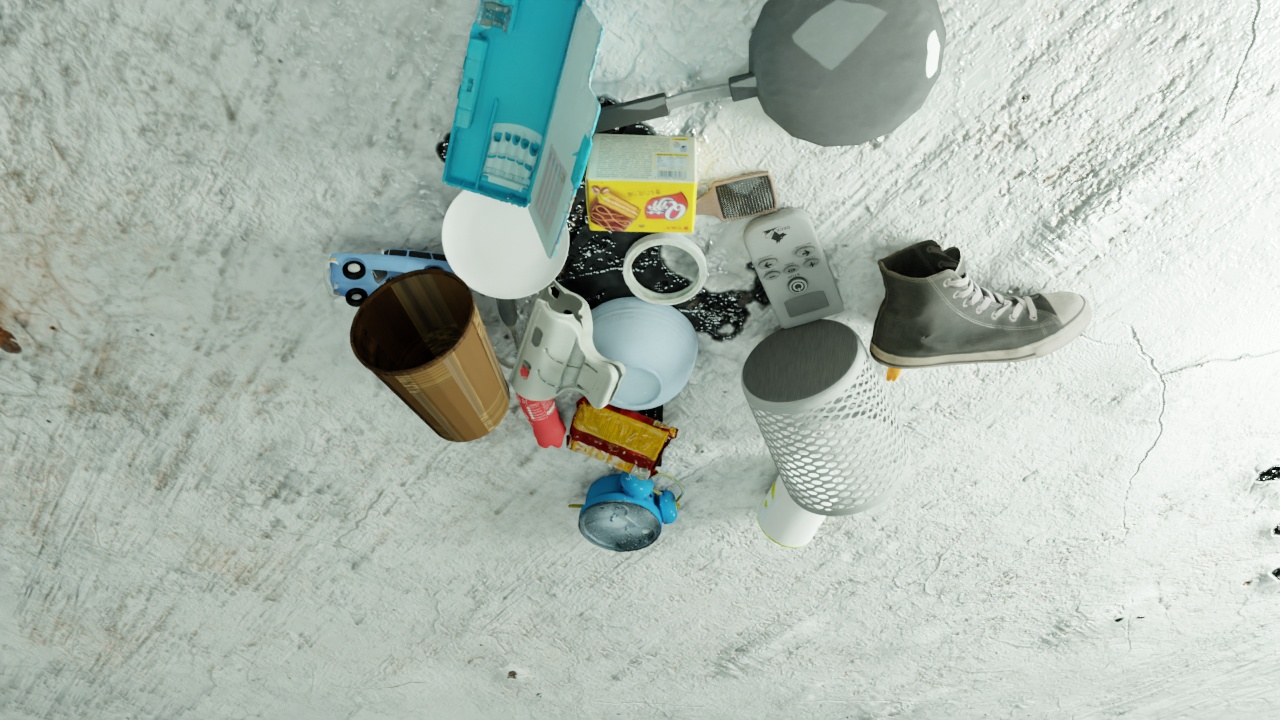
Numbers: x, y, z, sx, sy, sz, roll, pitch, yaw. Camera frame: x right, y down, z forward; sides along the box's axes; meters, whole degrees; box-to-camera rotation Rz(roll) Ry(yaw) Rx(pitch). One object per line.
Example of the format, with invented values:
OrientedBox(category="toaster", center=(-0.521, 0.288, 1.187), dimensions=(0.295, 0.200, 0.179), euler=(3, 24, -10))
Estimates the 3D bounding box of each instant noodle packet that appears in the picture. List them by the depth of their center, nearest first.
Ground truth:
OrientedBox(category="instant noodle packet", center=(-0.027, 0.099, 1.185), dimensions=(0.135, 0.039, 0.099), euler=(21, 135, -1))

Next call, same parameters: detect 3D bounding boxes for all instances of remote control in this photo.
OrientedBox(category="remote control", center=(0.168, -0.099, 1.006), dimensions=(0.074, 0.019, 0.151), euler=(-16, 130, 19))
OrientedBox(category="remote control", center=(0.014, 0.092, 1.204), dimensions=(0.030, 0.009, 0.140), euler=(2, 133, 2))

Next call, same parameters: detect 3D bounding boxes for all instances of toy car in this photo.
OrientedBox(category="toy car", center=(-0.269, -0.092, 1.013), dimensions=(0.153, 0.054, 0.056), euler=(4, 140, -9))

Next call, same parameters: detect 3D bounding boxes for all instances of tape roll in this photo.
OrientedBox(category="tape roll", center=(0.027, -0.101, 1.019), dimensions=(0.093, 0.013, 0.093), euler=(3, 134, 2))

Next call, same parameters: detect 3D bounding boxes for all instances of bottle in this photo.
OrientedBox(category="bottle", center=(-0.129, 0.055, 1.158), dimensions=(0.042, 0.041, 0.142), euler=(-8, 132, 11))

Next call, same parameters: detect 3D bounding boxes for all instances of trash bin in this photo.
OrientedBox(category="trash bin", center=(0.213, 0.063, 1.067), dimensions=(0.157, 0.156, 0.183), euler=(-17, 127, 19))

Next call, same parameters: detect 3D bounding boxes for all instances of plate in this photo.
OrientedBox(category="plate", center=(-0.144, -0.131, 0.983), dimensions=(0.134, 0.011, 0.135), euler=(-1, 114, -3))

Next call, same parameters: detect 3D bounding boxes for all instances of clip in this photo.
OrientedBox(category="clip", center=(-0.093, -0.003, 1.028), dimensions=(0.104, 0.152, 0.127), euler=(-14, 140, -41))

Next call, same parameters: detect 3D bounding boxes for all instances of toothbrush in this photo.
OrientedBox(category="toothbrush", center=(-0.156, -0.064, 1.063), dimensions=(0.024, 0.022, 0.186), euler=(12, 138, 21))

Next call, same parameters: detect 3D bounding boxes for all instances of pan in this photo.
OrientedBox(category="pan", center=(0.101, -0.254, 0.850), dimensions=(0.358, 0.041, 0.179), euler=(-10, 132, 13))

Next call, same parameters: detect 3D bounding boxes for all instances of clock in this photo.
OrientedBox(category="clock", center=(-0.013, 0.205, 1.280), dimensions=(0.162, 0.060, 0.117), euler=(-28, 124, 25))

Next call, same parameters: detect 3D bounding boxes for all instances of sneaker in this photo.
OrientedBox(category="sneaker", center=(0.365, -0.068, 0.979), dimensions=(0.235, 0.095, 0.120), euler=(-3, 125, 7))

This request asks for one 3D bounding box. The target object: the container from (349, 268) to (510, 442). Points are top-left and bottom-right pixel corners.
OrientedBox(category="container", center=(-0.215, 0.004, 0.995), dimensions=(0.132, 0.132, 0.167), euler=(-6, 145, 10))

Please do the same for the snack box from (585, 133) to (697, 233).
OrientedBox(category="snack box", center=(0.002, -0.175, 0.904), dimensions=(0.106, 0.083, 0.061), euler=(2, 135, 1))

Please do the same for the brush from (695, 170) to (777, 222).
OrientedBox(category="brush", center=(0.074, -0.161, 0.958), dimensions=(0.136, 0.015, 0.050), euler=(-10, 131, 13))

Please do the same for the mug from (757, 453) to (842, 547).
OrientedBox(category="mug", center=(0.213, 0.188, 1.231), dimensions=(0.082, 0.082, 0.106), euler=(14, 131, -9))

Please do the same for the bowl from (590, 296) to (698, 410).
OrientedBox(category="bowl", center=(-0.006, 0.006, 1.081), dimensions=(0.150, 0.074, 0.151), euler=(2, 134, 2))

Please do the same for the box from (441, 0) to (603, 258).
OrientedBox(category="box", center=(-0.096, -0.233, 0.857), dimensions=(0.171, 0.084, 0.228), euler=(36, 132, 15))

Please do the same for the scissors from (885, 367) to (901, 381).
OrientedBox(category="scissors", center=(0.311, -0.020, 1.077), dimensions=(0.065, 0.013, 0.129), euler=(2, 133, 3))
